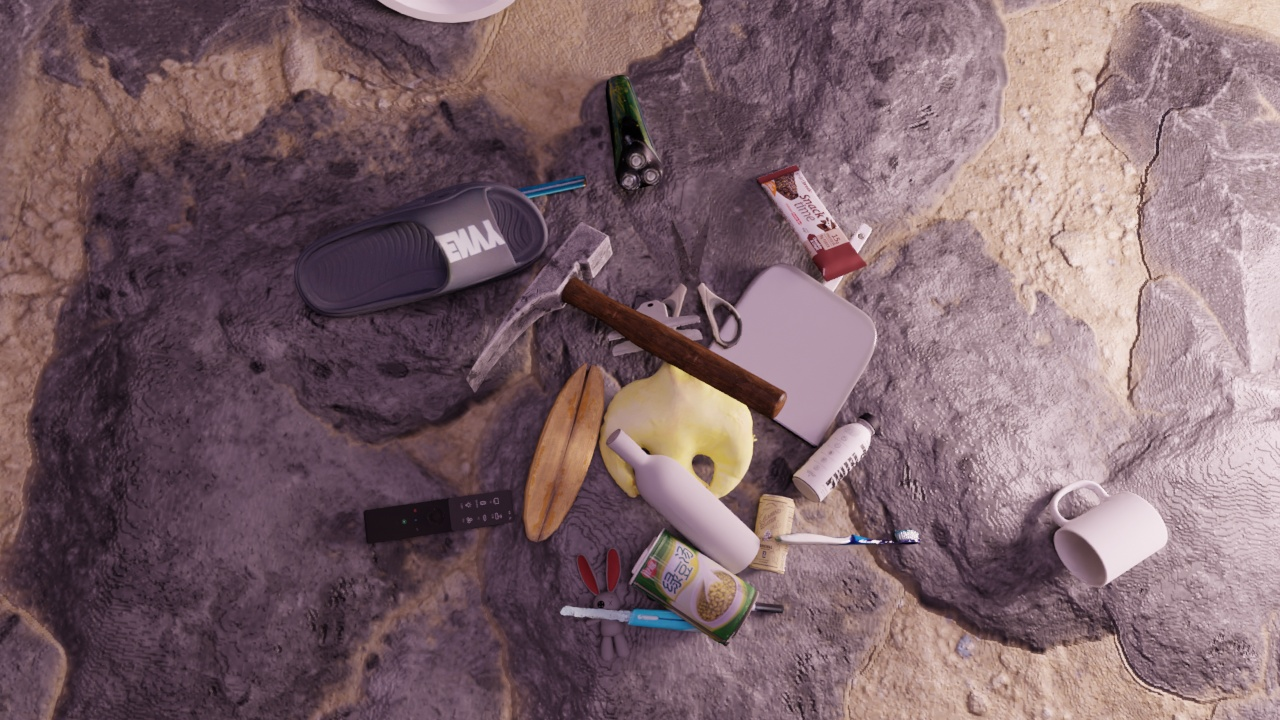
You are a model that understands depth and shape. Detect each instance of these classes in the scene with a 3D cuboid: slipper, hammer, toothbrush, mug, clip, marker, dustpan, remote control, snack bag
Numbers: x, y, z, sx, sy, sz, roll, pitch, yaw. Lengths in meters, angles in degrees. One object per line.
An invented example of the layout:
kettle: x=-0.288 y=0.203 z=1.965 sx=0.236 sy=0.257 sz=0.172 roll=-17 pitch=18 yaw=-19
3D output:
slipper: x=-0.228 y=-0.117 z=0.951 sx=0.268 sy=0.083 sz=0.111 roll=-18 pitch=97 yaw=-9
hammer: x=-0.006 y=0.005 z=0.942 sx=0.301 sy=0.037 sz=0.217 roll=30 pitch=71 yaw=18
toothbrush: x=0.227 y=0.192 z=0.997 sx=0.188 sy=0.016 sz=0.017 roll=5 pitch=68 yaw=-23
mug: x=0.521 y=0.188 z=1.046 sx=0.090 sy=0.074 sz=0.110 roll=-26 pitch=59 yaw=-14
clip: x=0.015 y=-0.038 z=1.004 sx=0.102 sy=0.058 sz=0.052 roll=-11 pitch=100 yaw=3
marker: x=0.080 y=0.258 z=0.980 sx=0.152 sy=0.011 sz=0.011 roll=8 pitch=78 yaw=-9
dustpan: x=0.197 y=-0.052 z=1.052 sx=0.163 sy=0.033 sz=0.257 roll=33 pitch=84 yaw=-1
remote control: x=-0.207 y=0.161 z=0.947 sx=0.150 sy=0.013 sz=0.034 roll=-7 pitch=81 yaw=-11
snack bag: x=0.197 y=-0.161 z=1.059 sx=0.057 sy=0.013 sz=0.158 roll=-21 pitch=66 yaw=-17

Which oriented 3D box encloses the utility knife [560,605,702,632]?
utility knife: x=0.002 y=0.267 z=0.942 sx=0.178 sy=0.015 sz=0.022 roll=9 pitch=68 yaw=-22

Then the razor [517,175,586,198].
razor: x=-0.129 y=-0.187 z=1.025 sx=0.143 sy=0.022 sz=0.042 roll=-15 pitch=100 yaw=-17

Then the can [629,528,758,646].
can: x=0.053 y=0.231 z=0.941 sx=0.121 sy=0.067 sz=0.067 roll=32 pitch=75 yaw=8

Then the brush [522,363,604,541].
brush: x=-0.081 y=0.097 z=0.966 sx=0.059 sy=0.043 sz=0.195 roll=19 pitch=76 yaw=-7

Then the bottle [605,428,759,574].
bottle: x=0.040 y=0.141 z=0.946 sx=0.195 sy=0.052 sz=0.052 roll=44 pitch=75 yaw=-17

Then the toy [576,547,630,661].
toy: x=-0.035 y=0.253 z=0.951 sx=0.049 sy=0.030 sz=0.111 roll=-11 pitch=81 yaw=-1

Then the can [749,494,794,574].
can: x=0.142 y=0.187 z=0.990 sx=0.038 sy=0.038 sz=0.079 roll=13 pitch=77 yaw=-7

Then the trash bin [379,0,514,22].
trash bin: x=-0.217 y=-0.516 z=0.997 sx=0.195 sy=0.196 sz=0.199 roll=-1 pitch=70 yaw=-10

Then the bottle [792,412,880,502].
bottle: x=0.221 y=0.104 z=1.019 sx=0.116 sy=0.041 sz=0.041 roll=-43 pitch=89 yaw=-15

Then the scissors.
scissors: x=0.060 y=-0.077 z=1.032 sx=0.166 sy=0.012 sz=0.157 roll=40 pitch=81 yaw=11

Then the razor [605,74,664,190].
razor: x=-0.012 y=-0.261 z=1.037 sx=0.054 sy=0.067 sz=0.151 roll=-12 pitch=73 yaw=0

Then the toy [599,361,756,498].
toy: x=0.042 y=0.073 z=0.981 sx=0.170 sy=0.064 sz=0.155 roll=4 pitch=96 yaw=-5
